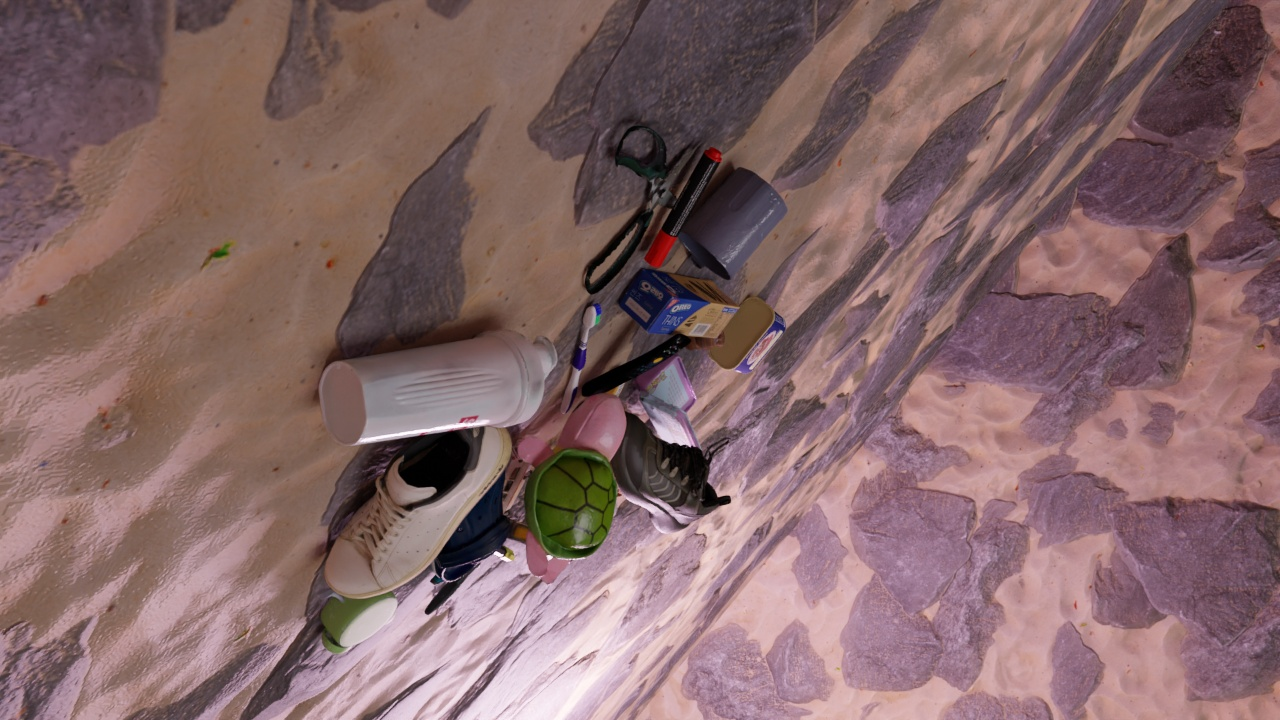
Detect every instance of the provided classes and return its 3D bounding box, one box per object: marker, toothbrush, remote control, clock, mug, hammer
[{"bbox_3d":[-0.194,0.264,1.268,0.017,0.021,0.124,-59,168,-14],"label":"marker"},{"bbox_3d":[0.046,-0.166,0.996,0.145,0.021,0.023,-59,-166,28],"label":"marker"},{"bbox_3d":[-0.073,0.001,1.088,0.016,0.015,0.187,-35,155,-39],"label":"toothbrush"},{"bbox_3d":[-0.007,0.007,1.136,0.152,0.020,0.041,-29,163,20],"label":"remote control"},{"bbox_3d":[-0.329,0.296,1.074,0.094,0.042,0.120,-30,152,-34],"label":"clock"},{"bbox_3d":[0.105,-0.158,1.079,0.104,0.084,0.124,-49,-178,-3],"label":"mug"},{"bbox_3d":[-0.140,0.263,1.299,0.319,0.130,0.032,85,22,-73],"label":"hammer"}]

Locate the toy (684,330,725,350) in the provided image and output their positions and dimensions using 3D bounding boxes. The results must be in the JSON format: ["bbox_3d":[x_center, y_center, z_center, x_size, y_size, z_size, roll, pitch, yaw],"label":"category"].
[{"bbox_3d":[0.089,-0.034,1.288,0.055,0.041,0.101,-28,168,9],"label":"toy"}]

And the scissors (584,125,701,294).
[{"bbox_3d":[-0.011,-0.155,0.938,0.202,0.015,0.201,-52,159,9],"label":"scissors"}]

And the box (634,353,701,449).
[{"bbox_3d":[0.058,0.073,1.338,0.089,0.092,0.214,-44,158,-7],"label":"box"}]

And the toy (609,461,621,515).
[{"bbox_3d":[-0.056,0.192,1.337,0.193,0.084,0.159,-38,-176,-27],"label":"toy"}]

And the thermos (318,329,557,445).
[{"bbox_3d":[-0.181,0.025,0.843,0.219,0.099,0.100,-9,136,-50],"label":"thermos"}]

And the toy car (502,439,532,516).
[{"bbox_3d":[-0.168,0.150,1.137,0.039,0.039,0.113,6,127,-38],"label":"toy car"}]

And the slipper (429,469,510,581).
[{"bbox_3d":[-0.196,0.194,1.085,0.104,0.095,0.253,-29,155,-32],"label":"slipper"}]

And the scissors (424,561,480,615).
[{"bbox_3d":[-0.242,0.285,1.230,0.124,0.019,0.155,-58,163,10],"label":"scissors"}]

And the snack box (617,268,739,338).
[{"bbox_3d":[0.053,-0.069,1.143,0.057,0.056,0.206,-52,158,18],"label":"snack box"}]

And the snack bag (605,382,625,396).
[{"bbox_3d":[-0.043,0.049,1.211,0.026,0.020,0.099,-31,154,-52],"label":"snack bag"}]

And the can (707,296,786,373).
[{"bbox_3d":[0.166,-0.035,1.403,0.116,0.056,0.092,-51,159,9],"label":"can"}]

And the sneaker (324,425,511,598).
[{"bbox_3d":[-0.235,0.148,0.925,0.241,0.089,0.102,-46,163,0],"label":"sneaker"}]

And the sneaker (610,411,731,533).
[{"bbox_3d":[0.053,0.150,1.256,0.143,0.100,0.238,-17,133,19],"label":"sneaker"}]

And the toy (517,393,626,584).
[{"bbox_3d":[-0.077,0.153,1.112,0.190,0.088,0.237,39,63,-40],"label":"toy"}]
